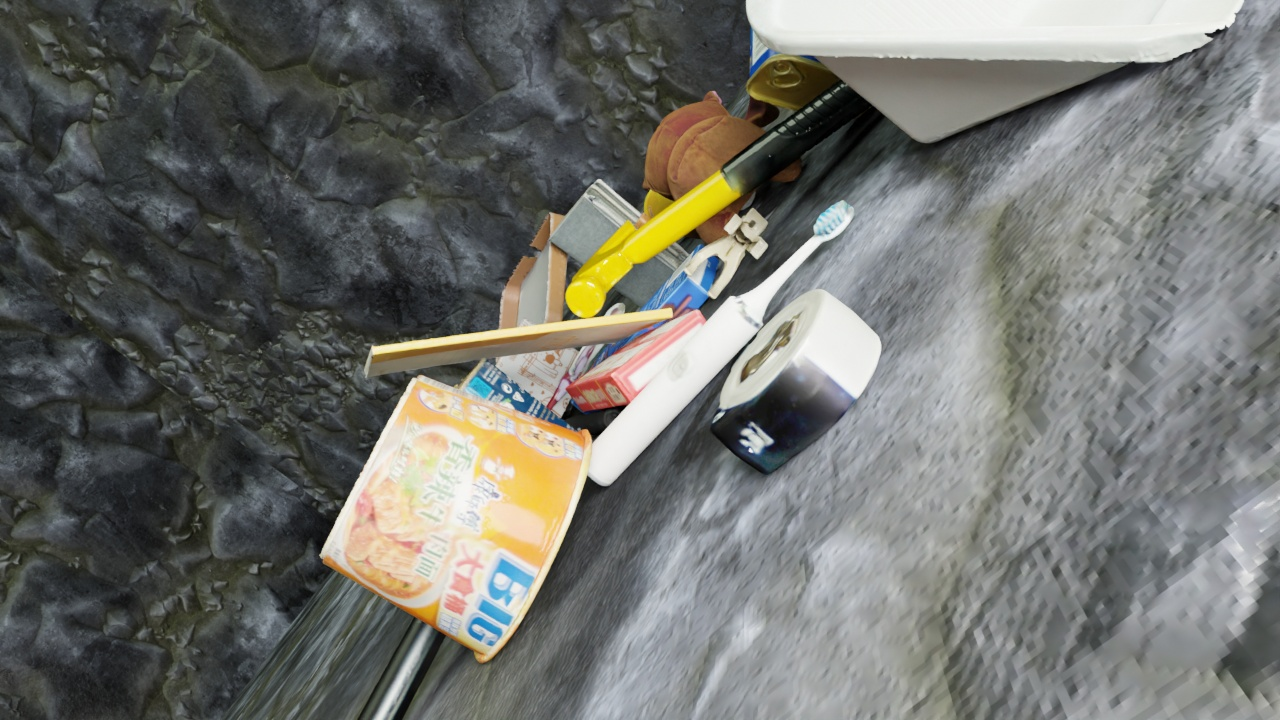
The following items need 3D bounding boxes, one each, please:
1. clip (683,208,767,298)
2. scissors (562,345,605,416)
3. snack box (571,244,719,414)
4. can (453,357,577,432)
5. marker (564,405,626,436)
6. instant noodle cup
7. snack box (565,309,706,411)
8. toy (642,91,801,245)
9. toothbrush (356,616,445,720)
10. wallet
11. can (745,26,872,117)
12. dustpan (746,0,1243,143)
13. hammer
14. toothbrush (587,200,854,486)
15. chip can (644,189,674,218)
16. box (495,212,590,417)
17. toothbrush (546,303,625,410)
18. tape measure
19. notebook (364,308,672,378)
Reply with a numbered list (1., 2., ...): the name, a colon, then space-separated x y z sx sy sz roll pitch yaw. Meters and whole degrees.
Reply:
1. clip: 0.066 -0.083 0.705 0.096 0.035 0.101 -47 5 10
2. scissors: -0.084 0.047 0.967 0.130 0.019 0.184 -47 8 22
3. snack box: 0.005 -0.025 0.786 0.157 0.026 0.084 -47 9 26
4. can: -0.098 0.059 0.680 0.075 0.111 0.075 -49 9 10
5. marker: -0.039 0.049 0.722 0.022 0.020 0.132 -64 13 -16
6. instant noodle cup: -0.111 0.086 0.546 0.152 0.111 0.151 -59 12 19
7. snack box: -0.004 0.004 0.661 0.075 0.025 0.153 -37 5 -16
8. toy: 0.067 -0.180 0.846 0.140 0.130 0.199 -48 30 5
9. toothbrush: -0.137 0.169 0.597 0.026 0.027 0.212 -20 38 54
10. wallet: -0.010 -0.102 0.843 0.107 0.129 0.036 -36 21 57
11. can: 0.135 -0.244 0.714 0.057 0.102 0.083 145 132 -63
12. dustpan: 0.167 -0.221 0.432 0.222 0.142 0.258 -52 8 -12
13. hammer: 0.070 -0.136 0.695 0.301 0.033 0.128 -33 15 18
14. toothbrush: 0.043 -0.008 0.536 0.221 0.026 0.026 -47 -25 18
15. chip can: 0.065 -0.197 1.063 0.072 0.072 0.213 -52 10 -11
16. box: -0.120 0.000 0.918 0.179 0.102 0.260 -45 18 55
17. toothbrush: -0.059 0.011 0.821 0.017 0.016 0.187 -30 22 54
18. tape measure: 0.062 0.004 0.367 0.066 0.033 0.065 -45 12 32
19. notebook: -0.095 -0.013 0.677 0.206 0.010 0.146 -8 -4 -19
